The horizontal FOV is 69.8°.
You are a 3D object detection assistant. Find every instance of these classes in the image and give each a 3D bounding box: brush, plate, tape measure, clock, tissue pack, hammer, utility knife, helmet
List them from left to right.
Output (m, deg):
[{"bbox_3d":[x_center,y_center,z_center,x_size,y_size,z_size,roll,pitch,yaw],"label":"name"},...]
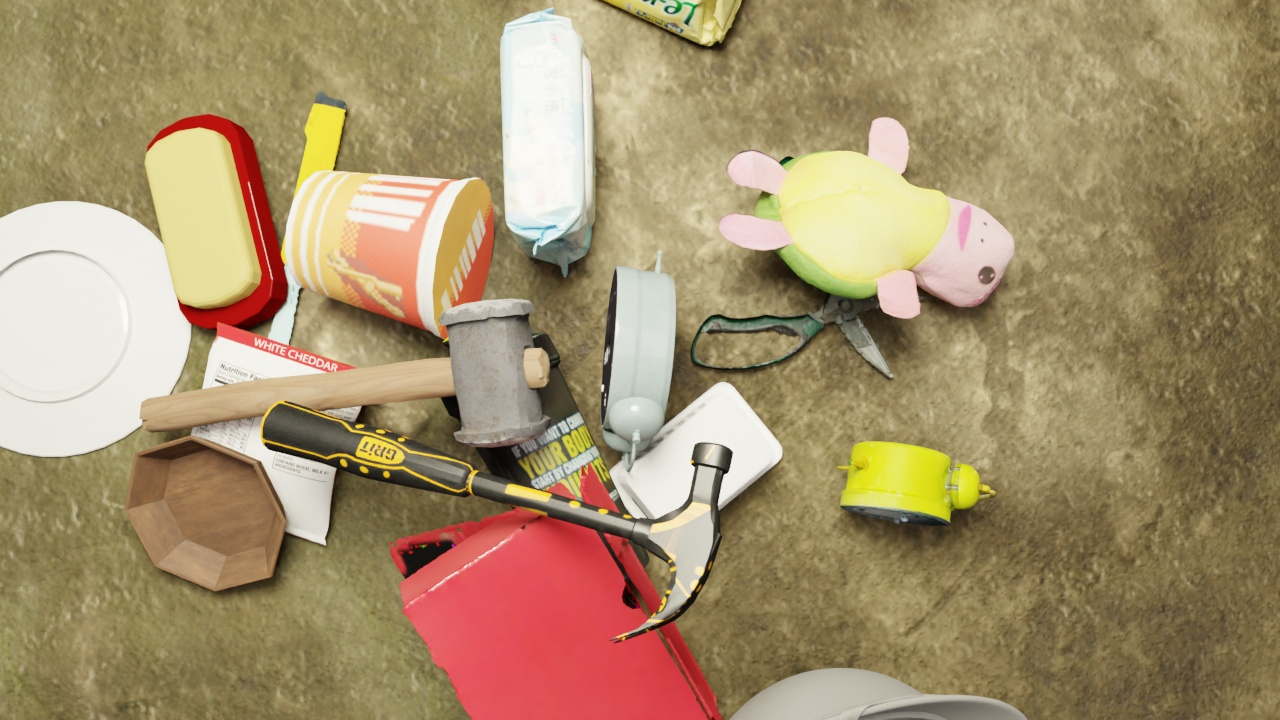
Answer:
[{"bbox_3d":[-0.469,-0.027,0.737,0.208,0.015,0.208,0,84,-1],"label":"plate"},{"bbox_3d":[-0.342,-0.111,0.728,0.082,0.042,0.173,-16,85,6],"label":"brush"},{"bbox_3d":[-0.327,0.114,0.702,0.131,0.025,0.131,3,109,8],"label":"plate"},{"bbox_3d":[-0.276,-0.109,0.748,0.030,0.019,0.224,11,83,4],"label":"utility knife"},{"bbox_3d":[-0.219,0.021,0.653,0.329,0.052,0.098,-6,96,16],"label":"hammer"},{"bbox_3d":[-0.149,0.169,0.717,0.061,0.034,0.061,41,84,4],"label":"tape measure"},{"bbox_3d":[-0.105,0.078,0.569,0.321,0.036,0.123,12,71,20],"label":"hammer"},{"bbox_3d":[-0.069,-0.161,0.712,0.070,0.112,0.182,-3,85,-1],"label":"tissue pack"},{"bbox_3d":[-0.004,0.004,0.690,0.045,0.123,0.159,4,75,-6],"label":"clock"},{"bbox_3d":[0.138,0.288,0.678,0.271,0.117,0.183,-14,116,-9],"label":"helmet"},{"bbox_3d":[0.212,0.100,0.710,0.119,0.083,0.057,10,77,2],"label":"clock"}]

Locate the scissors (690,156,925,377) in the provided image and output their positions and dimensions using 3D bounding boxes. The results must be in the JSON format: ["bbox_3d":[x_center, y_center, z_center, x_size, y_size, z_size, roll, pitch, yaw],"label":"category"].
[{"bbox_3d":[0.122,-0.053,0.756,0.204,0.015,0.201,-31,84,-5],"label":"scissors"}]

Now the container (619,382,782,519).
[{"bbox_3d":[0.045,0.083,0.722,0.129,0.049,0.081,-39,87,-5],"label":"container"}]

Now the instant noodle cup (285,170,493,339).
[{"bbox_3d":[-0.191,-0.088,0.704,0.121,0.123,0.123,12,84,7],"label":"instant noodle cup"}]

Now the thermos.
[{"bbox_3d":[-0.075,0.072,0.701,0.098,0.098,0.221,-29,92,-4],"label":"thermos"}]

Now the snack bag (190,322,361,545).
[{"bbox_3d":[-0.289,0.059,0.717,0.131,0.039,0.144,18,96,1],"label":"snack bag"}]

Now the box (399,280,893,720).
[{"bbox_3d":[0.042,0.122,0.724,0.172,0.476,0.214,-18,108,38],"label":"box"}]

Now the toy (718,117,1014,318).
[{"bbox_3d":[0.176,-0.104,0.713,0.238,0.088,0.189,8,58,-11],"label":"toy"}]

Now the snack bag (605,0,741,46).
[{"bbox_3d":[-0.005,-0.380,0.757,0.247,0.068,0.159,25,85,1],"label":"snack bag"}]
